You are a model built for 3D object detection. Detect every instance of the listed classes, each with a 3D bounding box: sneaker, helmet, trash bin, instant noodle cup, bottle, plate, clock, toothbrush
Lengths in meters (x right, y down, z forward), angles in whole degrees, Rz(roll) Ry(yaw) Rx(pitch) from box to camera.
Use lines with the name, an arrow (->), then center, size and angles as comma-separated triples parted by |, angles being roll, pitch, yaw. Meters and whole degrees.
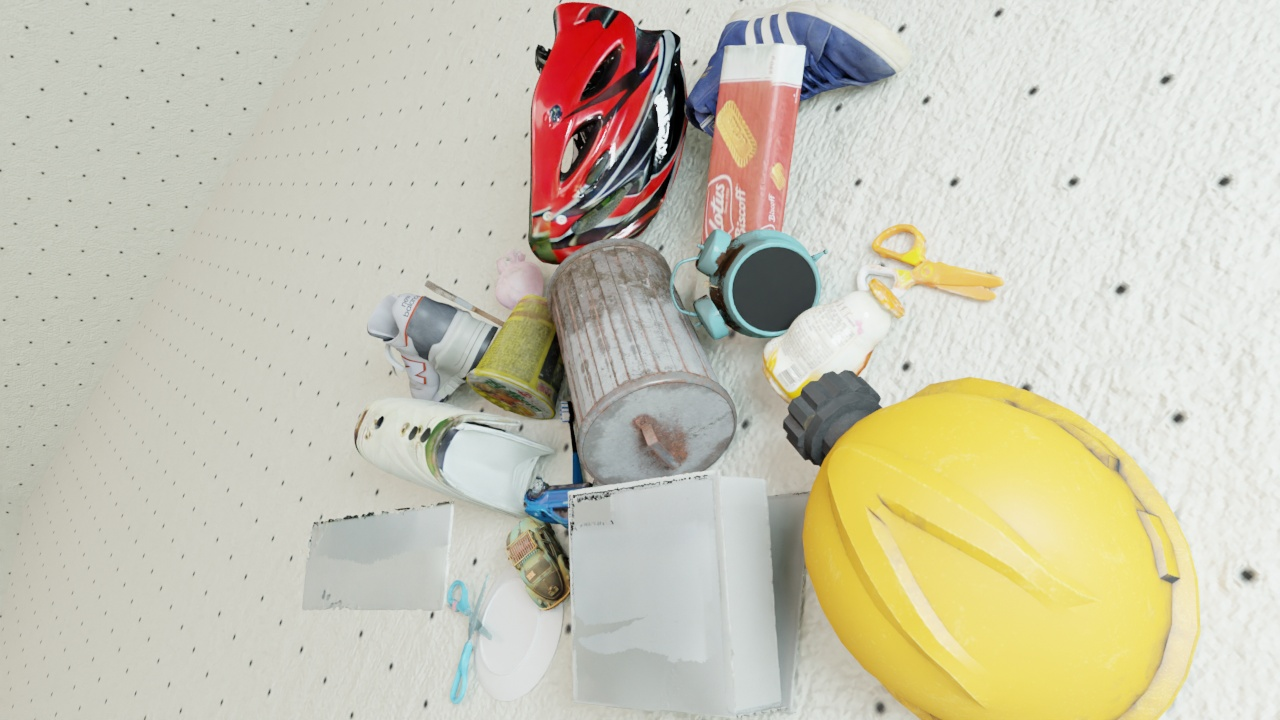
sneaker -> 0.120, -0.244, 0.823 | 0.118, 0.091, 0.233 | -56, 37, 2
helmet -> -0.042, -0.220, 0.920 | 0.167, 0.218, 0.271 | 12, 74, 6
trash bin -> -0.005, 0.005, 0.793 | 0.131, 0.130, 0.210 | -44, 40, 23
instant noodle cup -> -0.117, -0.006, 0.965 | 0.102, 0.102, 0.108 | -5, 56, 48
sneaker -> -0.254, -0.022, 1.061 | 0.240, 0.124, 0.088 | -28, 33, 58
bottle -> 0.144, -0.014, 0.685 | 0.109, 0.063, 0.063 | -42, 42, 23
helmet -> 0.171, 0.099, 0.530 | 0.205, 0.131, 0.255 | -52, 40, 14
plate -> -0.123, 0.254, 0.878 | 0.135, 0.011, 0.134 | -27, 50, 37
clock -> 0.086, -0.060, 0.732 | 0.053, 0.124, 0.090 | -114, 23, -79
toothbrush -> -0.063, 0.107, 0.893 | 0.014, 0.014, 0.167 | 105, 159, -48

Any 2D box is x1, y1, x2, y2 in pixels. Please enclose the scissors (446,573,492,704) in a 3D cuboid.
scissors -> -0.177, 0.273, 0.920 | 0.135, 0.015, 0.135 | 4, 81, 66

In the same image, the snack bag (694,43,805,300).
snack bag -> 0.090, -0.152, 0.781 | 0.077, 0.041, 0.225 | 21, 108, 52

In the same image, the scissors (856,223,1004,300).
scissors -> 0.210, -0.059, 0.674 | 0.070, 0.013, 0.130 | -60, 36, 5

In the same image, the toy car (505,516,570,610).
toy car -> -0.100, 0.181, 0.861 | 0.047, 0.047, 0.112 | -40, 39, 0

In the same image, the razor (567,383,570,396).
razor -> -0.045, -0.028, 0.933 | 0.047, 0.052, 0.143 | 11, 87, 53

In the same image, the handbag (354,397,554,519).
handbag -> -0.200, 0.092, 0.961 | 0.199, 0.142, 0.096 | 7, 72, 50

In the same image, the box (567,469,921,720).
box -> 0.130, 0.225, 0.770 | 0.169, 0.403, 0.171 | -15, 58, 44

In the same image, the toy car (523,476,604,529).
toy car -> -0.051, 0.131, 0.820 | 0.120, 0.056, 0.043 | -7, 61, 32

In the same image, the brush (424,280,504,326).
brush -> -0.167, -0.049, 1.001 | 0.008, 0.143, 0.045 | -61, 28, -1

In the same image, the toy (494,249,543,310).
toy -> -0.136, -0.076, 1.064 | 0.064, 0.047, 0.110 | -40, 54, 32
